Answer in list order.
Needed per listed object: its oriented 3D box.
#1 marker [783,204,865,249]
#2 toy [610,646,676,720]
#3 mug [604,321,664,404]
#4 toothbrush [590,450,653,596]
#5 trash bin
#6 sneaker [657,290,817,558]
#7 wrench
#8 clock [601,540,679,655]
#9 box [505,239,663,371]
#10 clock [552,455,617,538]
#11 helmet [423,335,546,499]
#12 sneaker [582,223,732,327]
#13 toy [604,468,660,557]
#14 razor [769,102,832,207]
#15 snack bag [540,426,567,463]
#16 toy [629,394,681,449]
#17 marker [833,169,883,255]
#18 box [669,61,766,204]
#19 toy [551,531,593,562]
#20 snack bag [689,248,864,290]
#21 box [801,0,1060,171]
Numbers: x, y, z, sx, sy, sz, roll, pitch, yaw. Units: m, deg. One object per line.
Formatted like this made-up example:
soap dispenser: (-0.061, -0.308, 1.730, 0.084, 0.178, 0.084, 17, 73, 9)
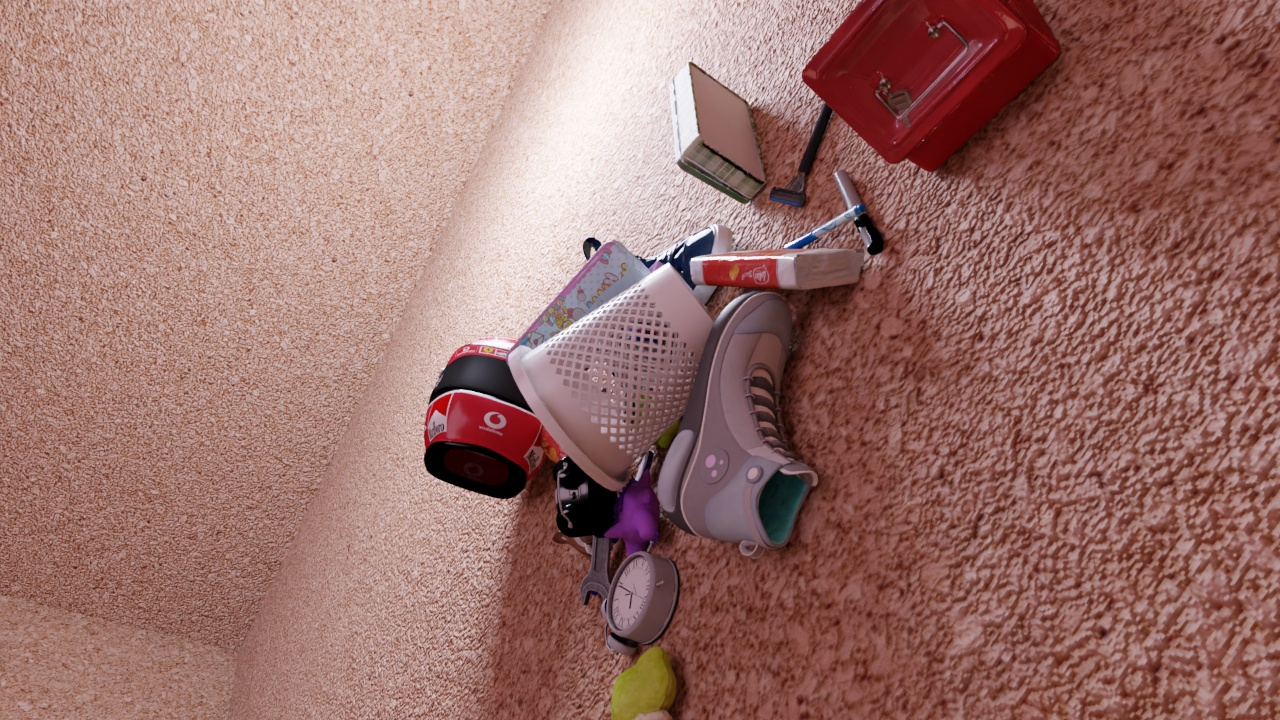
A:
marker: (0.187, -0.134, 0.945, 0.142, 0.013, 0.013, -27, 45, 67)
toy: (0.006, 0.341, 0.878, 0.092, 0.043, 0.117, -48, 32, 30)
mug: (-0.010, 0.008, 1.192, 0.076, 0.075, 0.112, -119, 31, -61)
toothbrush: (-0.023, 0.195, 1.102, 0.186, 0.016, 0.015, -66, 25, -4)
trash bin: (-0.006, 0.006, 1.016, 0.200, 0.195, 0.195, -38, 29, 7)
sneaker: (0.119, 0.053, 0.867, 0.161, 0.093, 0.256, 7, 73, 56)
wrench: (-0.042, 0.163, 1.102, 0.070, 0.010, 0.273, -8, 70, 37)
clock: (-0.005, 0.260, 0.982, 0.123, 0.035, 0.094, -55, 26, 20)
box: (-0.069, -0.055, 1.124, 0.215, 0.093, 0.089, -46, 12, 21)
clock: (-0.066, 0.156, 1.035, 0.043, 0.120, 0.091, -12, 72, 18)
helmet: (-0.216, 0.073, 1.376, 0.272, 0.197, 0.224, 126, 162, -62)
sneaker: (0.002, -0.114, 1.204, 0.295, 0.127, 0.120, -28, 45, 52)
toy: (-0.006, 0.173, 1.036, 0.106, 0.056, 0.087, 112, 174, -47)
razor: (0.194, -0.239, 1.048, 0.043, 0.022, 0.144, 21, 80, 24)
snack bag: (-0.078, 0.111, 1.216, 0.176, 0.082, 0.082, 14, 81, 66)
toy: (0.019, 0.070, 1.108, 0.094, 0.036, 0.094, -40, 41, 37)
marker: (0.217, -0.152, 0.921, 0.016, 0.016, 0.140, -51, 28, 31)
box: (0.097, -0.294, 1.181, 0.050, 0.117, 0.205, -42, 35, 34)
toy: (-0.072, 0.222, 1.152, 0.102, 0.041, 0.055, 23, 111, 58)
snack bag: (0.136, -0.097, 0.968, 0.225, 0.077, 0.041, -163, 67, -65)
box: (0.268, -0.270, 0.822, 0.158, 0.152, 0.164, -44, -5, 36)
